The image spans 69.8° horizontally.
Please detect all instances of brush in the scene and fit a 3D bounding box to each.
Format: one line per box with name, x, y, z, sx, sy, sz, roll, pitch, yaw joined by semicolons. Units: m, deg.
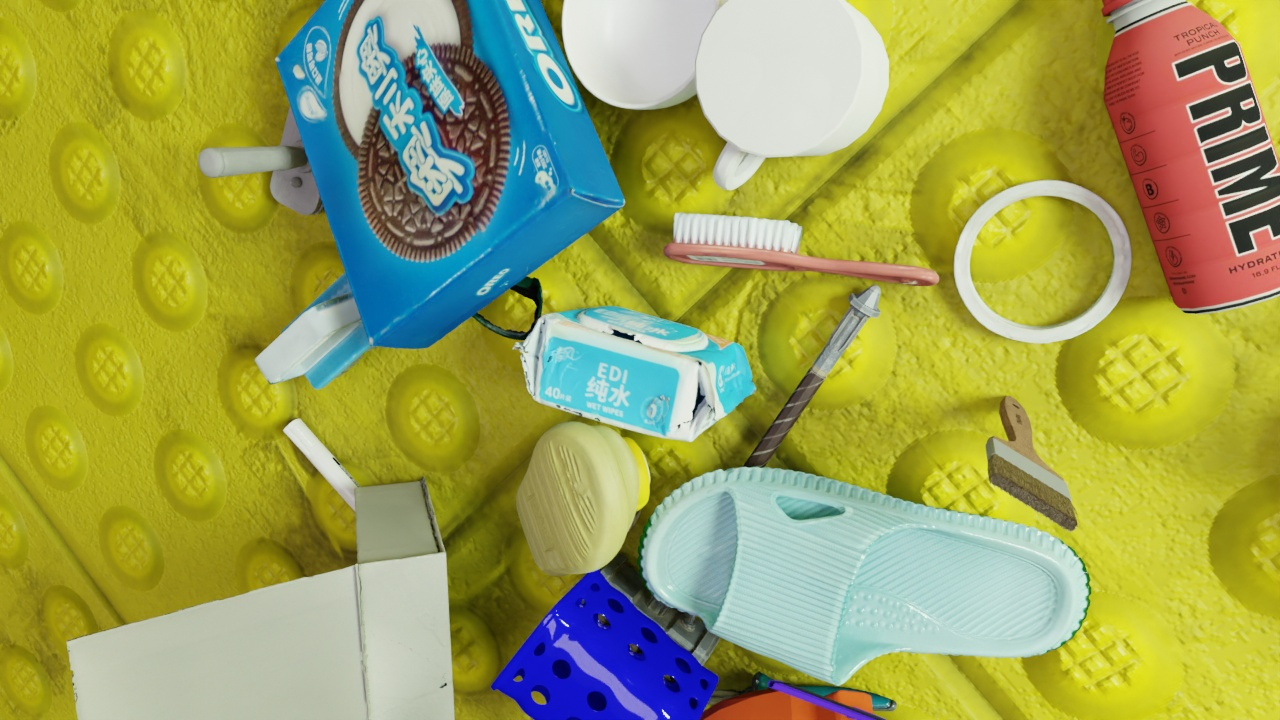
brush;0.097;-0.070;0.570;0.172;0.041;0.030;9;88;21
brush;0.202;0.044;0.490;0.045;0.142;0.008;32;114;4
brush;-0.223;-0.032;0.693;0.136;0.075;0.055;-35;88;26

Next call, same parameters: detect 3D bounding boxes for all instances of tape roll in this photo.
tape roll;0.229;-0.056;0.527;0.093;0.013;0.093;6;105;22

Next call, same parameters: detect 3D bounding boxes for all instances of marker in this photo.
marker;-0.250;0.102;0.767;0.133;0.020;0.017;46;105;7

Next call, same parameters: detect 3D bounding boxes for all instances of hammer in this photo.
hammer;0.067;0.085;0.618;0.098;0.044;0.323;35;111;12

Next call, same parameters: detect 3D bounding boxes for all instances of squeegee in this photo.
squeegee;0.091;0.236;0.586;0.185;0.249;0.055;-28;46;34

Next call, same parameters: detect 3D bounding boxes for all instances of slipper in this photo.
slipper;0.132;0.134;0.559;0.276;0.069;0.116;7;101;9
slipper;-0.032;0.097;0.625;0.091;0.081;0.191;70;156;15

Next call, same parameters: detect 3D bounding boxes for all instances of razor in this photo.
razor;-0.271;-0.146;0.664;0.047;0.116;0.088;28;112;10

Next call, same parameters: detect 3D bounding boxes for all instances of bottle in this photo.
bottle;0.278;-0.115;0.465;0.062;0.062;0.176;-19;94;26

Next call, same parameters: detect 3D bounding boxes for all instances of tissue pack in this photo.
tissue pack;-0.004;0.003;0.597;0.144;0.092;0.062;14;105;20

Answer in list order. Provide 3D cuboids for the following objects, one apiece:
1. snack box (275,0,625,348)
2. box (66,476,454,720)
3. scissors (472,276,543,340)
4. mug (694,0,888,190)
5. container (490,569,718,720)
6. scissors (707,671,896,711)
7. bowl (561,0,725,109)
snack box;-0.135;-0.154;0.599;0.196;0.056;0.238;-31;74;31
box;-0.229;0.224;0.520;0.149;0.505;0.167;3;102;18
scissors;-0.112;-0.117;0.648;0.209;0.015;0.154;39;95;26
mug;0.081;-0.150;0.526;0.091;0.090;0.121;37;114;11
container;-0.021;0.212;0.607;0.113;0.084;0.085;40;110;9
scissors;0.108;0.239;0.644;0.129;0.019;0.139;43;118;3
bowl;0.009;-0.206;0.562;0.105;0.054;0.105;7;104;28
